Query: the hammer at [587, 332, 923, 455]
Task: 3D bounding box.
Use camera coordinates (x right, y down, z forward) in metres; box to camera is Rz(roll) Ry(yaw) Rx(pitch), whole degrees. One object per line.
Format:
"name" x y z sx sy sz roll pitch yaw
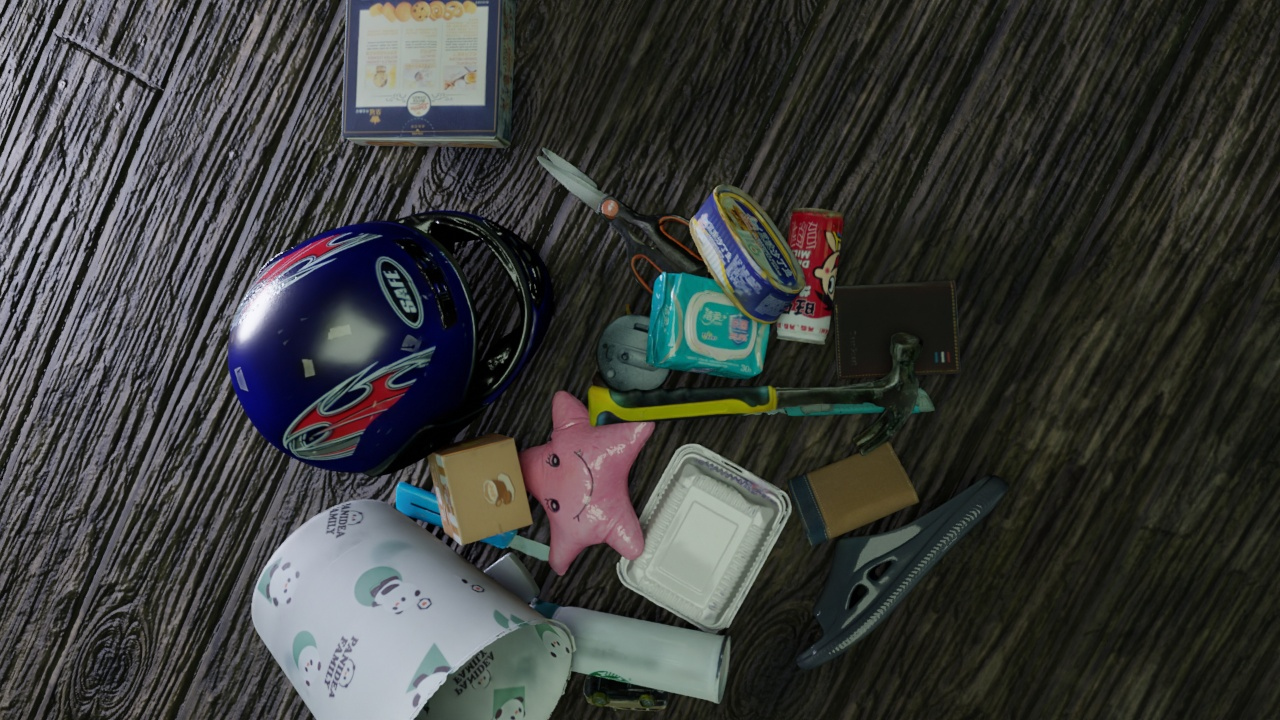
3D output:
"hammer" 0.111 0.041 0.899 0.323 0.031 0.126 -3 118 -4

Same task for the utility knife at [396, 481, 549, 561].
"utility knife" -0.183 0.182 1.013 0.194 0.018 0.034 19 93 8

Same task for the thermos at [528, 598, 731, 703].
"thermos" -0.022 0.302 0.955 0.224 0.073 0.073 7 92 15

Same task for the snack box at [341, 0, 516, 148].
"snack box" -0.231 -0.327 1.001 0.178 0.045 0.182 3 91 10

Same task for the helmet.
"helmet" -0.252 -0.026 0.911 0.316 0.240 0.247 -31 86 7

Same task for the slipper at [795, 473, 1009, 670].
"slipper" 0.242 0.194 0.904 0.268 0.110 0.083 -44 69 2

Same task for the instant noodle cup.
"instant noodle cup" 0.062 0.188 0.950 0.138 0.060 0.173 28 94 9

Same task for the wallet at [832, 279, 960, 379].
"wallet" 0.259 -0.031 0.934 0.122 0.020 0.096 -3 90 12

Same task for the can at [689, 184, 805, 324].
"can" 0.105 -0.108 0.911 0.049 0.074 0.148 -52 52 38

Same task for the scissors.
"scissors" -0.030 -0.142 0.980 0.235 0.021 0.143 18 94 9

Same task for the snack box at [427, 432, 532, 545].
"snack box" -0.169 0.131 0.956 0.077 0.094 0.093 -13 94 -22

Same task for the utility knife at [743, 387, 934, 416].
"utility knife" 0.188 0.046 0.949 0.223 0.013 0.029 -3 91 10

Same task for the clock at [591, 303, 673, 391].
"clock" -0.006 0.006 0.961 0.082 0.055 0.122 16 94 8

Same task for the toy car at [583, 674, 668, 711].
"toy car" -0.015 0.350 0.973 0.090 0.042 0.035 2 125 6

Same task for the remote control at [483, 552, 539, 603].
"remote control" -0.184 0.276 1.012 0.150 0.021 0.058 -38 84 8

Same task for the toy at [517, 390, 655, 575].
"toy" -0.069 0.132 0.963 0.179 0.074 0.194 7 93 29

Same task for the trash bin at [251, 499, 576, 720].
"trash bin" -0.233 0.279 0.897 0.252 0.229 0.229 31 96 31

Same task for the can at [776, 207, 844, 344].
"can" 0.171 -0.084 0.930 0.053 0.053 0.133 8 92 10

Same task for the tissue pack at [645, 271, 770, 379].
"tissue pack" 0.066 -0.033 0.918 0.133 0.050 0.093 8 86 -30

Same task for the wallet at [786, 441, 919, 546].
"wallet" 0.209 0.131 0.915 0.115 0.090 0.033 -26 120 9
